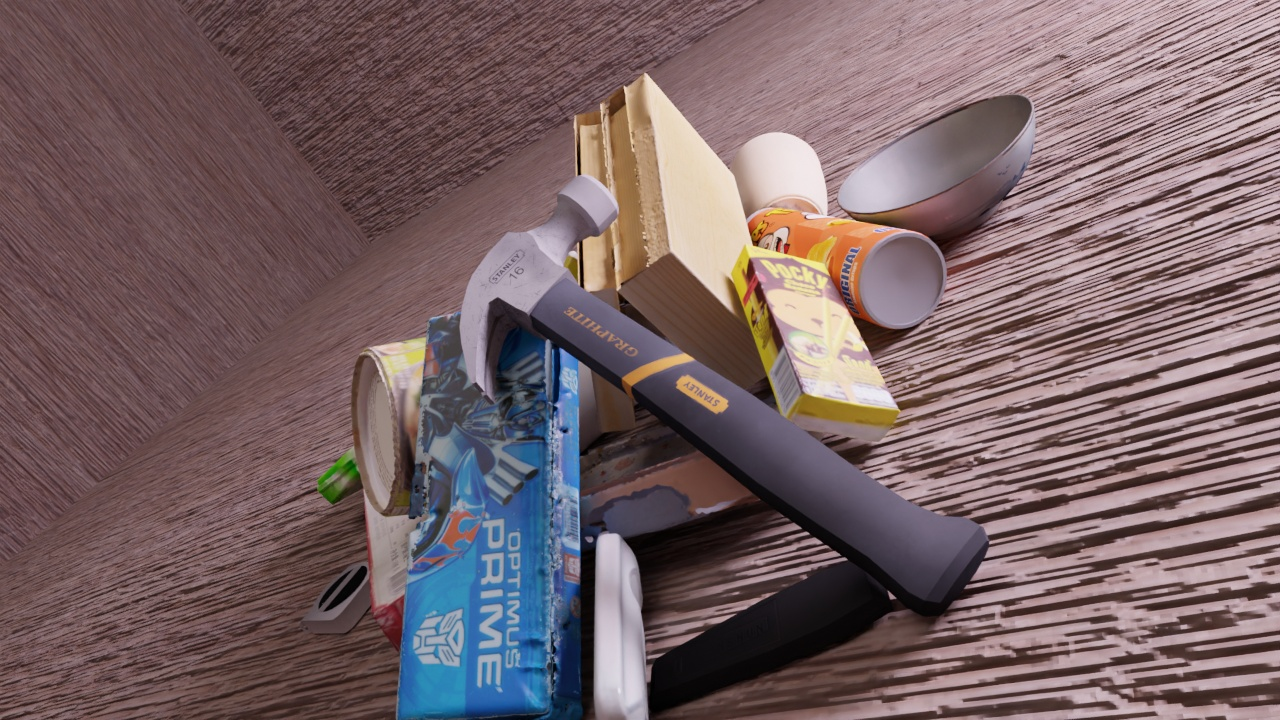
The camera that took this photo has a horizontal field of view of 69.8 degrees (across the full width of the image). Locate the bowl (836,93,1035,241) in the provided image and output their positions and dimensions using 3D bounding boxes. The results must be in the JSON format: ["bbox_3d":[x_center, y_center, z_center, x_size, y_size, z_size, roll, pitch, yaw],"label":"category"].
[{"bbox_3d":[0.222,-0.128,0.666,0.151,0.057,0.150,-30,20,12],"label":"bowl"}]

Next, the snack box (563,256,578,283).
[{"bbox_3d":[-0.114,0.001,0.801,0.092,0.042,0.200,14,75,55],"label":"snack box"}]

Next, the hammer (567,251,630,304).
[{"bbox_3d":[-0.066,-0.077,1.049,0.140,0.036,0.327,-40,21,-17],"label":"hammer"}]

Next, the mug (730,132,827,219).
[{"bbox_3d":[0.119,-0.133,0.827,0.112,0.085,0.104,-56,20,32],"label":"mug"}]

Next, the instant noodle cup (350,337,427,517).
[{"bbox_3d":[-0.145,0.045,0.656,0.097,0.146,0.146,-5,4,-29],"label":"instant noodle cup"}]

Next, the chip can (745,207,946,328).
[{"bbox_3d":[0.137,-0.073,0.671,0.062,0.062,0.210,-37,20,-5],"label":"chip can"}]

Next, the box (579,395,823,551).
[{"bbox_3d":[0.010,0.071,0.577,0.217,0.063,0.156,-23,15,31],"label":"box"}]

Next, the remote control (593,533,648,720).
[{"bbox_3d":[-0.009,0.139,0.453,0.022,0.050,0.133,-7,23,1],"label":"remote control"}]

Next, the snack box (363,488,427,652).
[{"bbox_3d":[-0.181,0.137,0.741,0.076,0.044,0.273,-33,20,-9],"label":"snack box"}]

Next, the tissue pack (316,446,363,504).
[{"bbox_3d":[-0.256,0.093,0.913,0.100,0.034,0.113,-37,-4,24],"label":"tissue pack"}]

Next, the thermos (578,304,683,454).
[{"bbox_3d":[-0.004,0.004,0.727,0.229,0.068,0.101,-40,31,-14],"label":"thermos"}]

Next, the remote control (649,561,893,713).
[{"bbox_3d":[0.056,0.128,0.425,0.125,0.010,0.039,-30,21,16],"label":"remote control"}]

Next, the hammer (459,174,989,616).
[{"bbox_3d":[0.028,0.013,0.461,0.313,0.035,0.139,33,74,33],"label":"hammer"}]

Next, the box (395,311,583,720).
[{"bbox_3d":[-0.083,0.077,0.515,0.091,0.066,0.243,-21,57,31],"label":"box"}]

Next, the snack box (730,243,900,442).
[{"bbox_3d":[0.099,-0.015,0.546,0.148,0.061,0.026,-101,28,-50],"label":"snack box"}]

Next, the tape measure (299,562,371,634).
[{"bbox_3d":[-0.238,0.193,0.743,0.064,0.017,0.064,-16,28,42],"label":"tape measure"}]

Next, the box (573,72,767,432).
[{"bbox_3d":[0.004,-0.088,0.672,0.149,0.141,0.248,-25,38,15],"label":"box"}]
